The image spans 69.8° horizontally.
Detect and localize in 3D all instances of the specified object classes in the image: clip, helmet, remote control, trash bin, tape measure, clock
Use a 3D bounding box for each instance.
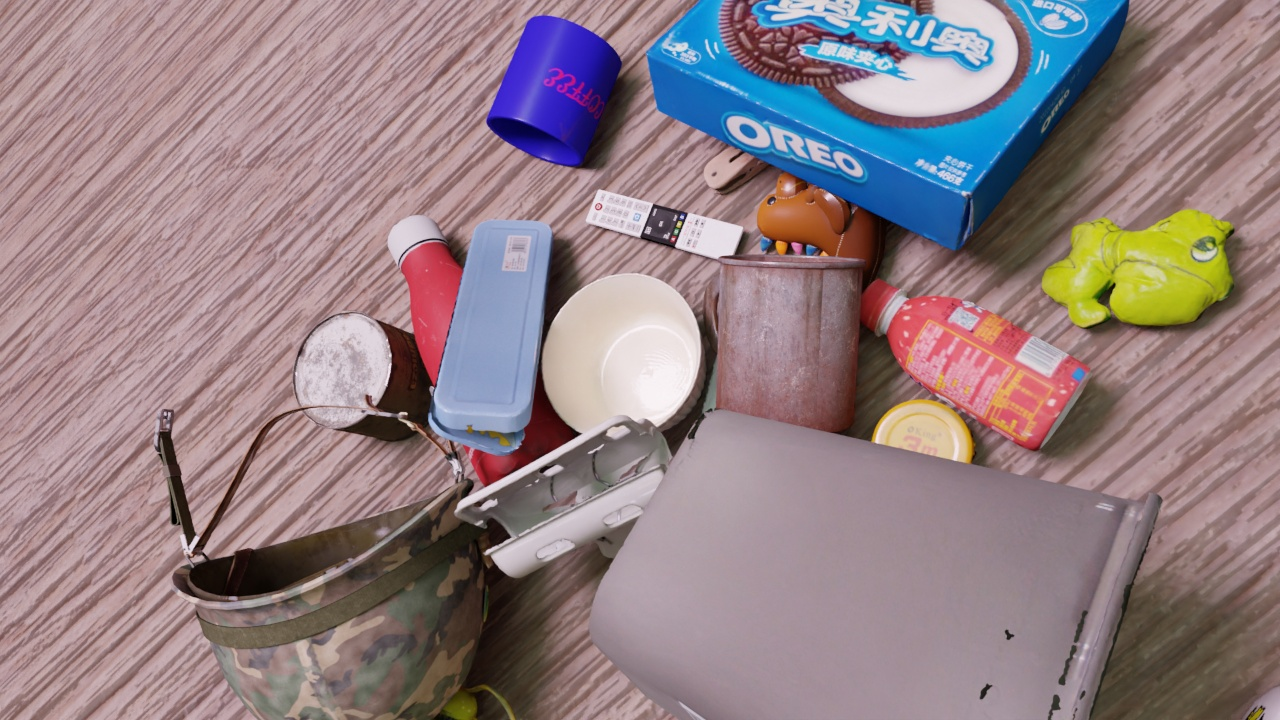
[{"bbox_3d":[0.074,-0.145,0.664,0.061,0.049,0.026,-15,69,-12],"label":"clip"},{"bbox_3d":[-0.196,0.126,0.604,0.192,0.224,0.236,-17,105,-1],"label":"helmet"},{"bbox_3d":[0.017,-0.100,0.684,0.124,0.011,0.028,19,84,25],"label":"remote control"},{"bbox_3d":[0.115,0.144,0.478,0.220,0.197,0.197,18,63,31],"label":"trash bin"},{"bbox_3d":[0.175,0.054,0.572,0.068,0.030,0.059,14,82,22],"label":"tape measure"},{"bbox_3d":[-0.027,0.096,0.580,0.126,0.150,0.089,-26,57,13],"label":"clip"},{"bbox_3d":[-0.132,0.274,0.625,0.119,0.057,0.083,-46,63,-3],"label":"clock"}]

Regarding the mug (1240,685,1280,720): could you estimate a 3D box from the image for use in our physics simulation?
[{"bbox_3d":[0.344,0.215,0.443,0.094,0.068,0.115,11,81,24],"label":"mug"}]

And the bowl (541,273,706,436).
[{"bbox_3d":[-0.004,0.004,0.638,0.115,0.062,0.115,-6,74,20],"label":"bowl"}]

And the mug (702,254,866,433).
[{"bbox_3d":[0.082,-0.015,0.587,0.123,0.096,0.110,13,100,53],"label":"mug"}]

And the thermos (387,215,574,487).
[{"bbox_3d":[-0.129,-0.014,0.687,0.073,0.073,0.239,-36,66,10],"label":"thermos"}]

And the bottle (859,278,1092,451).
[{"bbox_3d":[0.196,-0.005,0.562,0.137,0.062,0.062,36,91,26],"label":"bottle"}]

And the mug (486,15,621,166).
[{"bbox_3d":[-0.076,-0.208,0.720,0.111,0.079,0.083,14,81,52],"label":"mug"}]

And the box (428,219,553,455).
[{"bbox_3d":[-0.101,-0.021,0.643,0.067,0.052,0.209,4,43,-3],"label":"box"}]

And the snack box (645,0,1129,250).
[{"bbox_3d":[0.155,-0.199,0.597,0.239,0.056,0.195,32,70,26],"label":"snack box"}]

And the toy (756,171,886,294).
[{"bbox_3d":[0.120,-0.077,0.627,0.090,0.070,0.103,10,103,36],"label":"toy"}]

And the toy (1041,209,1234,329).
[{"bbox_3d":[0.299,-0.054,0.549,0.093,0.036,0.094,38,98,28],"label":"toy"}]

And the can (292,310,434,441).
[{"bbox_3d":[-0.209,0.014,0.711,0.090,0.074,0.089,-5,76,21],"label":"can"}]

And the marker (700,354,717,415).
[{"bbox_3d":[0.059,0.000,0.640,0.017,0.017,0.146,10,80,23],"label":"marker"}]
